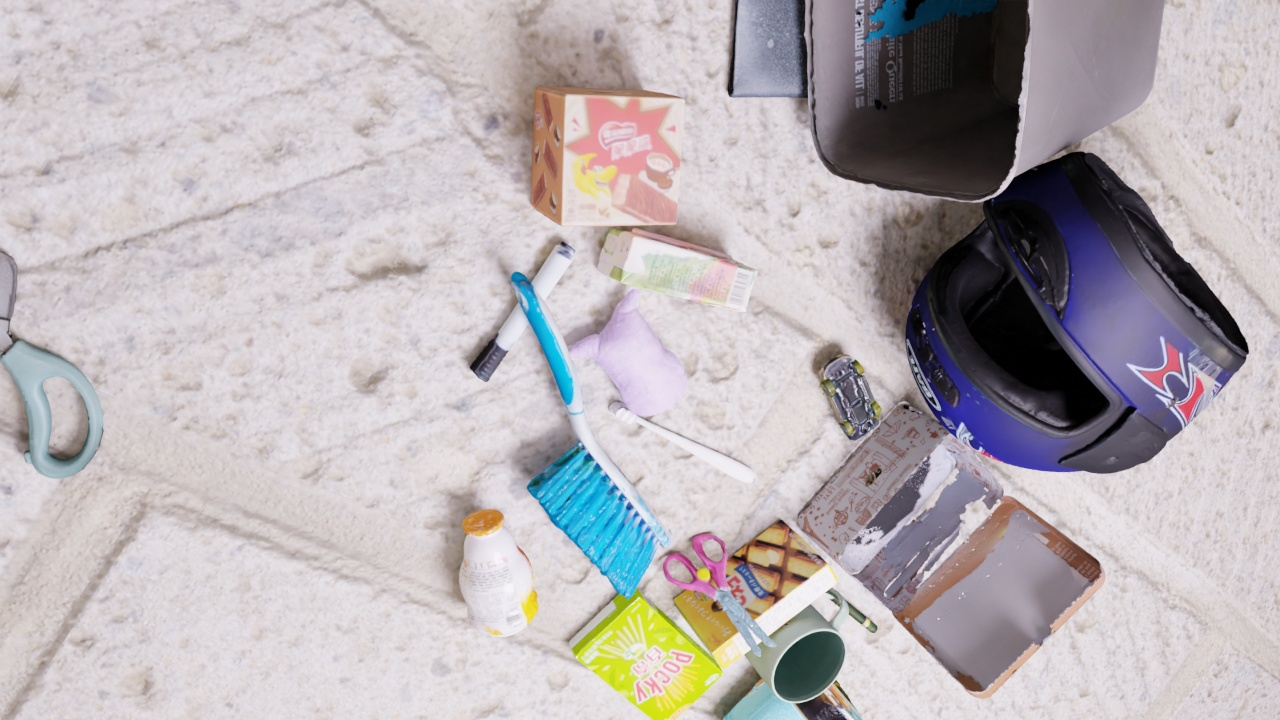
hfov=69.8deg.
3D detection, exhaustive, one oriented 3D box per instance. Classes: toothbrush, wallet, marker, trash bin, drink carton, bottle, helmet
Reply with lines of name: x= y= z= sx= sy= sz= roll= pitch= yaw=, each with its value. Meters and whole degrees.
toothbrush: x=0.045 y=0.079 z=0.847 sx=0.180 sy=0.016 sz=0.016 roll=29 pitch=98 yaw=-30
wallet: x=0.119 y=-0.274 z=0.742 sx=0.097 sy=0.019 sz=0.121 roll=-5 pitch=110 yaw=-21
marker: x=-0.095 y=-0.040 z=0.739 sx=0.131 sy=0.018 sz=0.022 roll=-56 pitch=149 yaw=5
trash bin: x=0.273 y=-0.252 z=0.715 sx=0.219 sy=0.199 sz=0.199 roll=-22 pitch=120 yaw=-30
toothbrush: x=0.200 y=0.252 z=0.985 sx=0.017 sy=0.012 sz=0.186 roll=-46 pitch=120 yaw=6
drink carton: x=0.031 y=-0.076 z=0.760 sx=0.122 sy=0.053 sz=0.045 roll=12 pitch=100 yaw=-27
bottle: x=-0.125 y=0.181 z=0.787 sx=0.063 sy=0.063 sz=0.108 roll=-16 pitch=116 yaw=-17
helmet: x=0.354 y=-0.024 z=0.803 sx=0.315 sy=0.247 sz=0.241 roll=16 pitch=135 yaw=-45

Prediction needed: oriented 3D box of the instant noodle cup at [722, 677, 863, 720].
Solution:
instant noodle cup: x=0.153 y=0.375 z=0.965 sx=0.120 sy=0.111 sz=0.111 roll=-40 pitch=120 yaw=4

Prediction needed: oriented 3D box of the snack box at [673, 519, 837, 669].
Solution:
snack box: x=0.110 y=0.224 z=0.891 sx=0.140 sy=0.087 sz=0.034 roll=-37 pitch=121 yaw=-6

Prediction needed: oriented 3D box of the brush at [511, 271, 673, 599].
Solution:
brush: x=-0.057 y=0.074 z=0.776 sx=0.109 sy=0.060 sz=0.314 roll=-42 pitch=123 yaw=-11

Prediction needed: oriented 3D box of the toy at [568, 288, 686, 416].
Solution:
toy: x=-0.005 y=0.005 z=0.784 sx=0.084 sy=0.039 sz=0.108 roll=-40 pitch=117 yaw=-1

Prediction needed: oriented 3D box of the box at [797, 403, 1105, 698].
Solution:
box: x=0.293 y=0.177 z=0.898 sx=0.180 sy=0.217 sz=0.158 roll=-45 pitch=132 yaw=1

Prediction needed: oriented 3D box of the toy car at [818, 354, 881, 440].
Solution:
toy car: x=0.199 y=0.034 z=0.886 sx=0.042 sy=0.035 sz=0.090 roll=-34 pitch=119 yaw=-10

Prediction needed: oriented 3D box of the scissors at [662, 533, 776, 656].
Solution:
scissors: x=0.085 y=0.217 z=0.860 sx=0.072 sy=0.137 sz=0.017 roll=-37 pitch=146 yaw=-21

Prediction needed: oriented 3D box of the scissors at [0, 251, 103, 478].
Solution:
scissors: x=-0.421 y=0.010 z=0.620 sx=0.161 sy=0.019 sz=0.179 roll=17 pitch=101 yaw=-27

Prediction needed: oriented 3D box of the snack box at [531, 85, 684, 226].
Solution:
snack box: x=-0.026 y=-0.154 z=0.691 sx=0.092 sy=0.077 sz=0.094 roll=-4 pitch=111 yaw=-22

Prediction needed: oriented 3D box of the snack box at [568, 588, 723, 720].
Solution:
snack box: x=0.008 y=0.296 z=0.911 sx=0.085 sy=0.026 sz=0.156 roll=-42 pitch=120 yaw=-3

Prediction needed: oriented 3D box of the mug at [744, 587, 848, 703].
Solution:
mug: x=0.151 y=0.263 z=0.912 sx=0.111 sy=0.106 sz=0.082 roll=-41 pitch=119 yaw=-4
